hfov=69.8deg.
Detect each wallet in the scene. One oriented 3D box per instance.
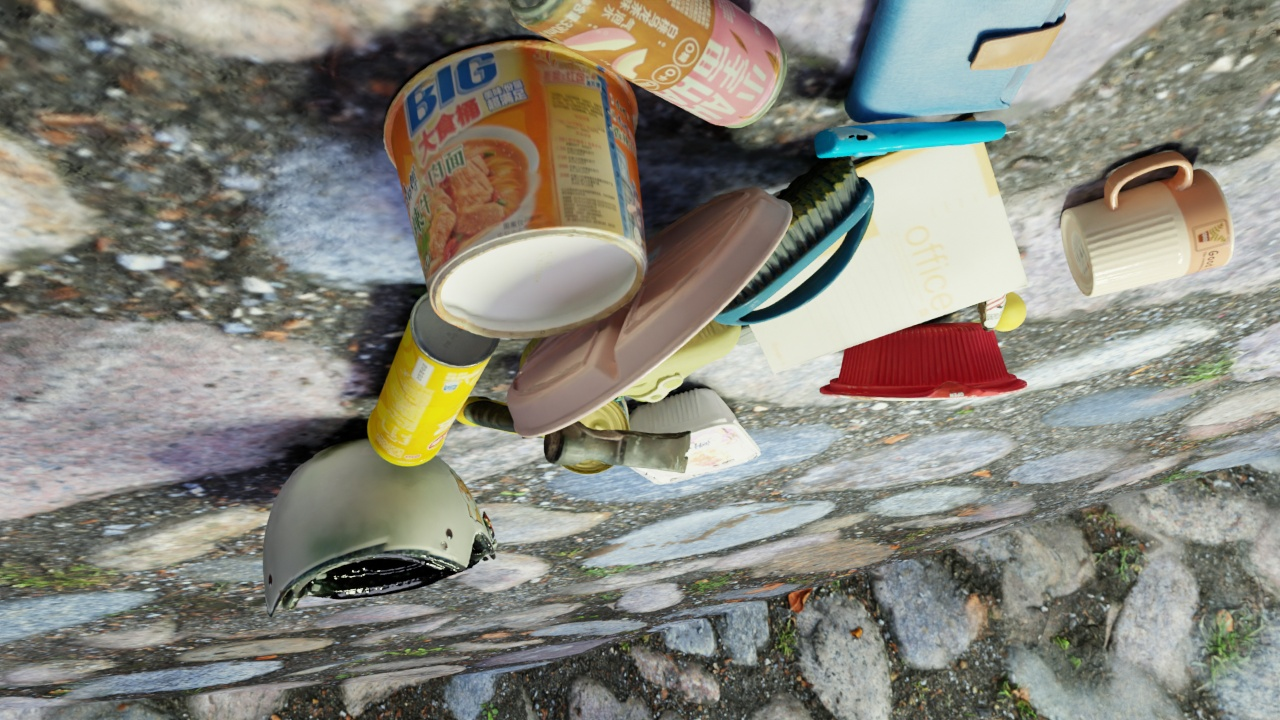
[{"bbox_3d":[0.180,-0.185,0.515,0.106,0.040,0.133,-6,158,-3],"label":"wallet"}]

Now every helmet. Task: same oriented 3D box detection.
[{"bbox_3d":[-0.275,0.162,0.948,0.230,0.156,0.274,-13,168,-3],"label":"helmet"}]

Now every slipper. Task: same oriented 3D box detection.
[{"bbox_3d":[-0.005,0.005,0.778,0.190,0.091,0.082,-16,131,0],"label":"slipper"}]

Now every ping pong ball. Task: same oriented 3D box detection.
[{"bbox_3d":[0.364,-0.049,0.916,0.040,0.040,0.040,-10,157,-5],"label":"ping pong ball"}]

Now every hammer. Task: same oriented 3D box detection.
[{"bbox_3d":[-0.073,0.054,0.730,0.126,0.032,0.324,10,177,-29],"label":"hammer"}]

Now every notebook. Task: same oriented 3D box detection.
[{"bbox_3d":[0.169,-0.078,0.691,0.207,0.010,0.146,-20,120,19],"label":"notebook"}]

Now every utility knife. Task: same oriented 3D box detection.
[{"bbox_3d":[0.178,-0.143,0.586,0.159,0.018,0.034,-10,-173,-25],"label":"utility knife"}]

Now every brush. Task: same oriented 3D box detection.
[{"bbox_3d":[0.105,-0.075,0.639,0.144,0.055,0.073,-41,119,1],"label":"brush"}]

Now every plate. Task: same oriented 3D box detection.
[{"bbox_3d":[-0.002,-0.038,0.599,0.230,0.228,0.028,-31,107,37],"label":"plate"}]

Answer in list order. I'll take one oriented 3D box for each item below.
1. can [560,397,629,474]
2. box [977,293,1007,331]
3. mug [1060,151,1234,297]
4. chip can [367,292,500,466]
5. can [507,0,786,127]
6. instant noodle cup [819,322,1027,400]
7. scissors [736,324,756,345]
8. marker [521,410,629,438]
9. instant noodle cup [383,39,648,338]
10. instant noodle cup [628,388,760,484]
[{"bbox_3d":[-0.048,0.059,0.868,0.075,0.075,0.111,-12,-173,0],"label":"can"},{"bbox_3d":[0.261,-0.079,0.771,0.088,0.076,0.163,-4,161,19],"label":"box"},{"bbox_3d":[0.413,-0.114,0.754,0.106,0.081,0.114,-16,130,12],"label":"mug"},{"bbox_3d":[-0.179,0.020,0.769,0.072,0.072,0.214,-1,155,-25],"label":"chip can"},{"bbox_3d":[0.007,-0.164,0.449,0.147,0.057,0.058,12,147,-44],"label":"can"},{"bbox_3d":[0.270,-0.002,0.886,0.194,0.066,0.194,-2,-176,0],"label":"instant noodle cup"},{"bbox_3d":[0.145,-0.049,0.758,0.185,0.019,0.130,-10,153,5],"label":"scissors"},{"bbox_3d":[-0.073,0.070,1.015,0.124,0.015,0.018,-12,157,7],"label":"marker"},{"bbox_3d":[-0.064,-0.087,0.523,0.151,0.111,0.151,-10,157,-4],"label":"instant noodle cup"},{"bbox_3d":[0.054,0.086,1.055,0.138,0.060,0.173,-17,156,13],"label":"instant noodle cup"}]
